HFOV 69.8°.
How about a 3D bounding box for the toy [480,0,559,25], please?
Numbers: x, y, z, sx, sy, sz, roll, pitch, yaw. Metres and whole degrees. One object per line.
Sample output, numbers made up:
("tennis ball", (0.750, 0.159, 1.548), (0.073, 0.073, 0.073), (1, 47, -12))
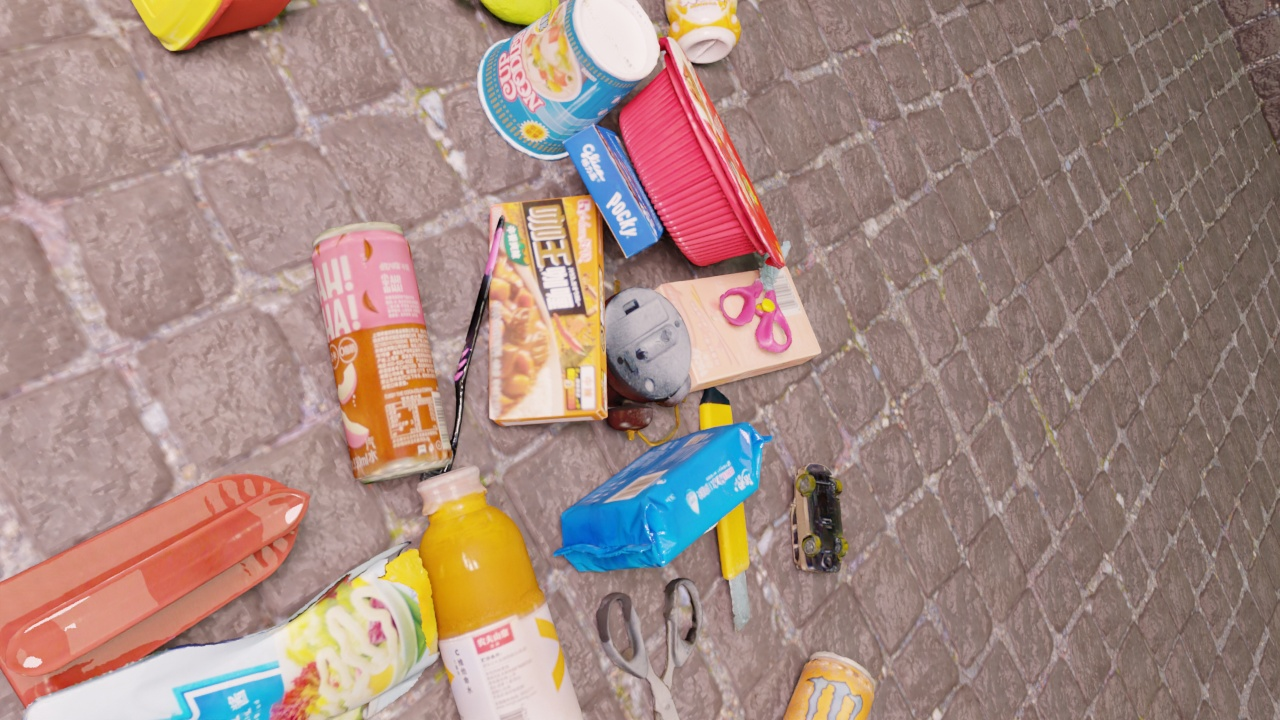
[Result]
("toy", (-0.105, -0.278, 0.676), (0.100, 0.031, 0.096), (32, 42, -16))

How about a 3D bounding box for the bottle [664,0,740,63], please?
("bottle", (0.052, -0.318, 0.799), (0.063, 0.063, 0.108), (5, 74, -38))

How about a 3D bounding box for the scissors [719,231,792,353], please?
("scissors", (0.097, -0.069, 0.763), (0.077, 0.017, 0.137), (23, 52, -18))

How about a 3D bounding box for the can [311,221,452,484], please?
("can", (-0.153, -0.004, 0.543), (0.057, 0.058, 0.147), (-8, 82, -40))

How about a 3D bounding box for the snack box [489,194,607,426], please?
("snack box", (-0.063, -0.034, 0.618), (0.026, 0.075, 0.153), (58, 29, -72))

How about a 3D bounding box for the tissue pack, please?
("tissue pack", (0.020, 0.095, 0.635), (0.156, 0.095, 0.052), (-32, 99, -42))

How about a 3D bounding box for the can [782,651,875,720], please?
("can", (0.128, 0.296, 0.688), (0.058, 0.058, 0.145), (47, 53, -19))

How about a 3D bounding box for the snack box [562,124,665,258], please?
("snack box", (-0.014, -0.121, 0.651), (0.084, 0.026, 0.157), (61, 9, -8))

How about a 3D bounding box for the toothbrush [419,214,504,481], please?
("toothbrush", (-0.113, -0.009, 0.595), (0.017, 0.014, 0.189), (18, 74, -26))

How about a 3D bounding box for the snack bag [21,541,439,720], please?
("snack bag", (-0.190, 0.169, 0.460), (0.190, 0.039, 0.110), (-23, 132, -43))

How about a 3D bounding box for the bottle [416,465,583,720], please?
("bottle", (-0.087, 0.157, 0.545), (0.067, 0.068, 0.189), (-16, 88, -41))

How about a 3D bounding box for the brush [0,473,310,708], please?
("brush", (-0.230, 0.102, 0.443), (0.145, 0.069, 0.063), (-32, 99, -40))

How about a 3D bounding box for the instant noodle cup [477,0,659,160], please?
("instant noodle cup", (-0.047, -0.210, 0.656), (0.099, 0.110, 0.099), (13, 69, -36))

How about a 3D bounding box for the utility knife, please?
("utility knife", (0.066, 0.113, 0.715), (0.033, 0.015, 0.192), (8, 69, -38))

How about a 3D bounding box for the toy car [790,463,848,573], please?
("toy car", (0.145, 0.131, 0.765), (0.042, 0.035, 0.090), (13, 69, -38))

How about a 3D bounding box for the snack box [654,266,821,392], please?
("snack box", (0.079, -0.028, 0.756), (0.157, 0.026, 0.084), (-12, 77, -41))

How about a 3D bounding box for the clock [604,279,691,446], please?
("clock", (-0.004, 0.004, 0.666), (0.081, 0.055, 0.122), (-33, 100, -41))

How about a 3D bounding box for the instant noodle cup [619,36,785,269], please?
("instant noodle cup", (0.041, -0.145, 0.700), (0.194, 0.066, 0.193), (58, 15, -27))

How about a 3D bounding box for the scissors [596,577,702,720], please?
("scissors", (0.014, 0.234, 0.646), (0.170, 0.014, 0.159), (47, 56, -22))

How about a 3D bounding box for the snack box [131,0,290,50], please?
("snack box", (-0.247, -0.234, 0.521), (0.079, 0.082, 0.091), (-36, 102, -50))
